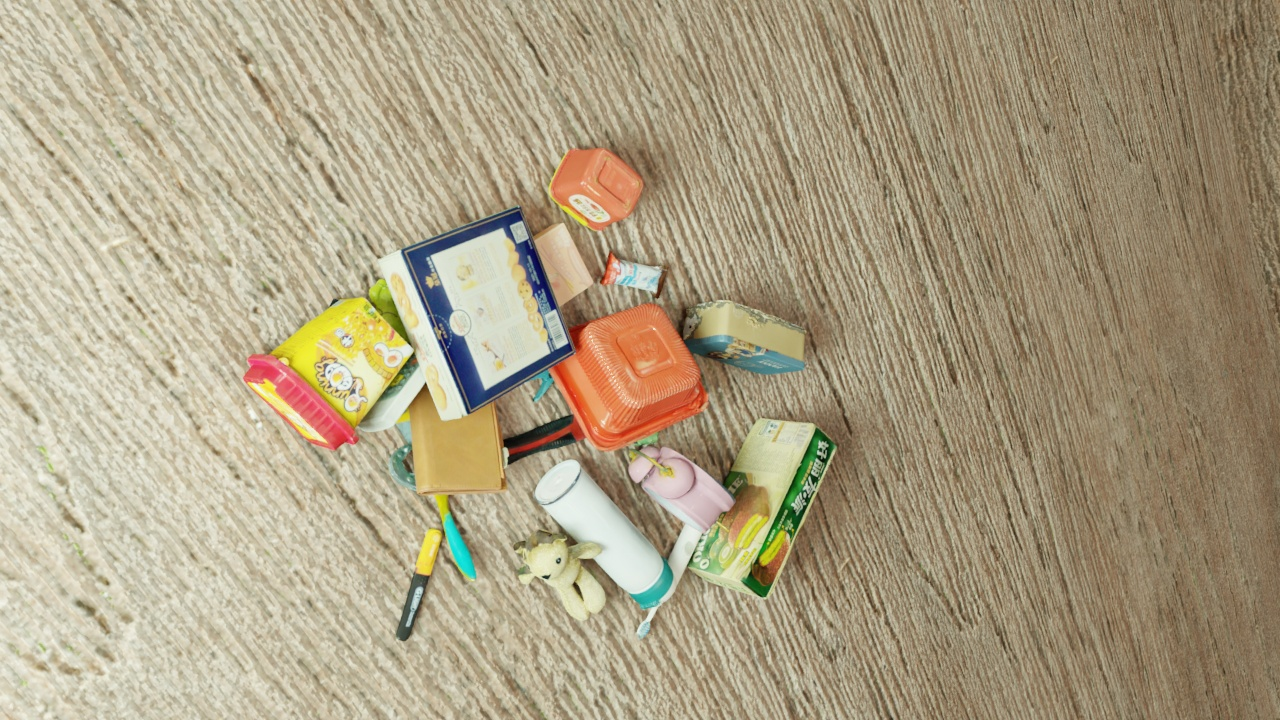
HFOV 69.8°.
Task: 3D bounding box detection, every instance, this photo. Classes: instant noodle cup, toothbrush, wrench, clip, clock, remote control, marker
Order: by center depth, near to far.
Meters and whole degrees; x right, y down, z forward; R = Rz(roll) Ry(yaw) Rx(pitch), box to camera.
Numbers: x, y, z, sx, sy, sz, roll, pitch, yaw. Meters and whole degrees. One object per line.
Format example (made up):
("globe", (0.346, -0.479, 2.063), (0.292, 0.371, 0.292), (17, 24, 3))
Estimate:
("instant noodle cup", (-0.299, 0.008, 0.895), (0.123, 0.116, 0.116), (-51, 118, -24))
("remote control", (-0.244, 0.019, 0.957), (0.019, 0.056, 0.134), (53, 48, -29))
("marker", (-0.242, 0.245, 1.004), (0.018, 0.015, 0.123), (22, 79, -30))
("wrench", (-0.158, 0.101, 1.050), (0.272, 0.016, 0.056), (-11, 72, -40))
("clip", (-0.115, 0.023, 1.098), (0.054, 0.013, 0.034), (-44, 116, -28))
("instant noodle cup", (-0.007, 0.006, 1.104), (0.188, 0.079, 0.164), (-22, 73, -35))
("clock", (0.046, 0.156, 1.159), (0.059, 0.117, 0.158), (-51, 121, -12))
("toothbrush", (0.049, 0.266, 1.215), (0.027, 0.026, 0.220), (31, 70, -6))

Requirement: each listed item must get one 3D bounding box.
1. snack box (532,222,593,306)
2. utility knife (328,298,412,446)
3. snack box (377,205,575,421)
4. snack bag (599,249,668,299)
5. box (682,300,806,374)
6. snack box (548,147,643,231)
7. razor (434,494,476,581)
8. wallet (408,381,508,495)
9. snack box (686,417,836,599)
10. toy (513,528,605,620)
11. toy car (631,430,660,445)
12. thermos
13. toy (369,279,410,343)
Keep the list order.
("snack box", (-0.134, -0.089, 1.075), (0.156, 0.026, 0.084), (-38, 111, -31))
("utility knife", (-0.277, 0.018, 0.975), (0.033, 0.015, 0.190), (-38, 113, -27))
("snack box", (-0.168, -0.055, 0.979), (0.182, 0.046, 0.178), (-32, 107, -47))
("snack bag", (-0.008, -0.109, 1.170), (0.104, 0.026, 0.048), (14, 94, -36))
("box", (0.147, -0.028, 1.247), (0.184, 0.090, 0.063), (18, 73, -34))
("snack box", (-0.050, -0.210, 1.103), (0.091, 0.080, 0.082), (34, 70, -32))
("razor", (-0.207, 0.183, 1.020), (0.043, 0.028, 0.132), (-23, 99, -47))
("wallet", (-0.198, 0.081, 0.998), (0.107, 0.031, 0.131), (4, 65, -36))
("snack box", (0.164, 0.195, 1.246), (0.063, 0.115, 0.239), (40, 67, -31))
("toy", (-0.090, 0.253, 1.074), (0.066, 0.105, 0.157), (-97, 164, -46))
("toy car", (-0.004, 0.064, 1.163), (0.036, 0.043, 0.091), (-17, 100, -36))
("thermos", (-0.035, 0.218, 1.129), (0.224, 0.073, 0.073), (51, 62, -26))
("toy", (-0.243, -0.067, 0.991), (0.100, 0.031, 0.096), (-7, 95, -32))
